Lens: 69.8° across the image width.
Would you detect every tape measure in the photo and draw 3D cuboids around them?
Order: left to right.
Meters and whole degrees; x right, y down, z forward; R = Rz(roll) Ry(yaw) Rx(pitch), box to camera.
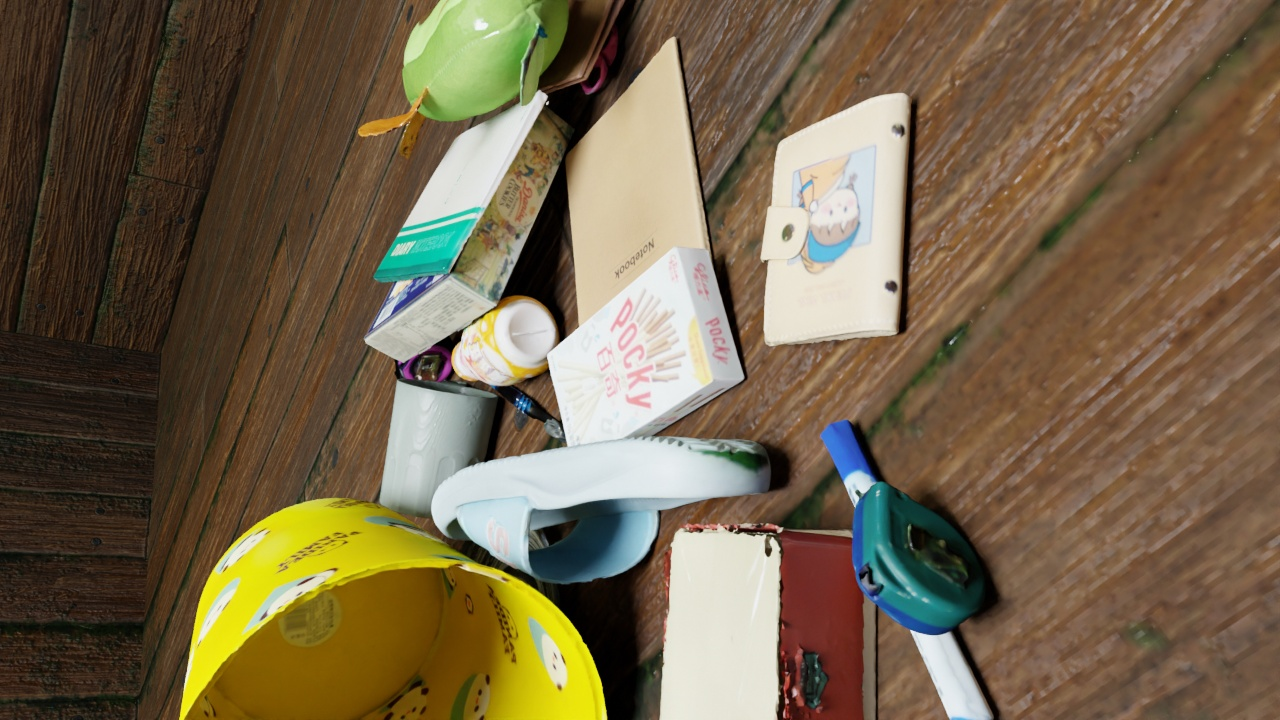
[{"bbox_3d":[-0.201,-0.003,0.856,0.039,0.057,0.058,57,142,41],"label":"tape measure"},{"bbox_3d":[0.109,0.079,0.361,0.025,0.054,0.058,-57,7,35],"label":"tape measure"}]

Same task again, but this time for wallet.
[{"bbox_3d":[-0.047,-0.258,0.707,0.101,0.020,0.115,11,77,58],"label":"wallet"},{"bbox_3d":[0.095,-0.066,0.456,0.087,0.024,0.115,-5,78,51],"label":"wallet"}]

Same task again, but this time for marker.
[{"bbox_3d":[0.111,0.088,0.391,0.017,0.016,0.145,-51,42,36],"label":"marker"}]

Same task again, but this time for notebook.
[{"bbox_3d":[-0.149,-0.130,0.730,0.209,0.012,0.150,6,66,61],"label":"notebook"},{"bbox_3d":[-0.006,-0.097,0.632,0.148,0.008,0.207,-36,52,47],"label":"notebook"}]

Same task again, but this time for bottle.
[{"bbox_3d":[-0.110,-0.010,0.715,0.109,0.063,0.063,-19,65,54],"label":"bottle"}]

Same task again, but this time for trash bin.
[{"bbox_3d":[-0.178,0.203,0.582,0.256,0.229,0.229,12,91,62],"label":"trash bin"}]

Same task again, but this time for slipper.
[{"bbox_3d":[-0.026,0.089,0.528,0.246,0.104,0.074,-18,72,46],"label":"slipper"}]

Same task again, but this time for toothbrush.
[{"bbox_3d":[-0.095,0.032,0.724,0.190,0.016,0.014,27,99,57],"label":"toothbrush"}]

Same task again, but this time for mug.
[{"bbox_3d":[-0.170,0.071,0.781,0.124,0.083,0.103,-160,80,-84],"label":"mug"}]

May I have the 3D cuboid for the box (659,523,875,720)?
[{"bbox_3d":[0.048,0.159,0.412,0.091,0.076,0.168,-14,69,54],"label":"box"}]

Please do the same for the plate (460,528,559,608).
[{"bbox_3d":[-0.098,0.194,0.675,0.180,0.024,0.179,-23,62,51],"label":"plate"}]

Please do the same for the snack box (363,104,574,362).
[{"bbox_3d":[-0.143,-0.102,0.754,0.178,0.045,0.182,-22,42,52],"label":"snack box"}]

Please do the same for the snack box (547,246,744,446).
[{"bbox_3d":[-0.003,0.003,0.569,0.157,0.026,0.084,-36,61,48],"label":"snack box"}]

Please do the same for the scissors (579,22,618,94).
[{"bbox_3d":[-0.050,-0.250,0.738,0.133,0.017,0.057,46,118,56],"label":"scissors"}]

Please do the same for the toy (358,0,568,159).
[{"bbox_3d":[-0.121,-0.233,0.687,0.226,0.090,0.247,-49,21,-15],"label":"toy"}]
